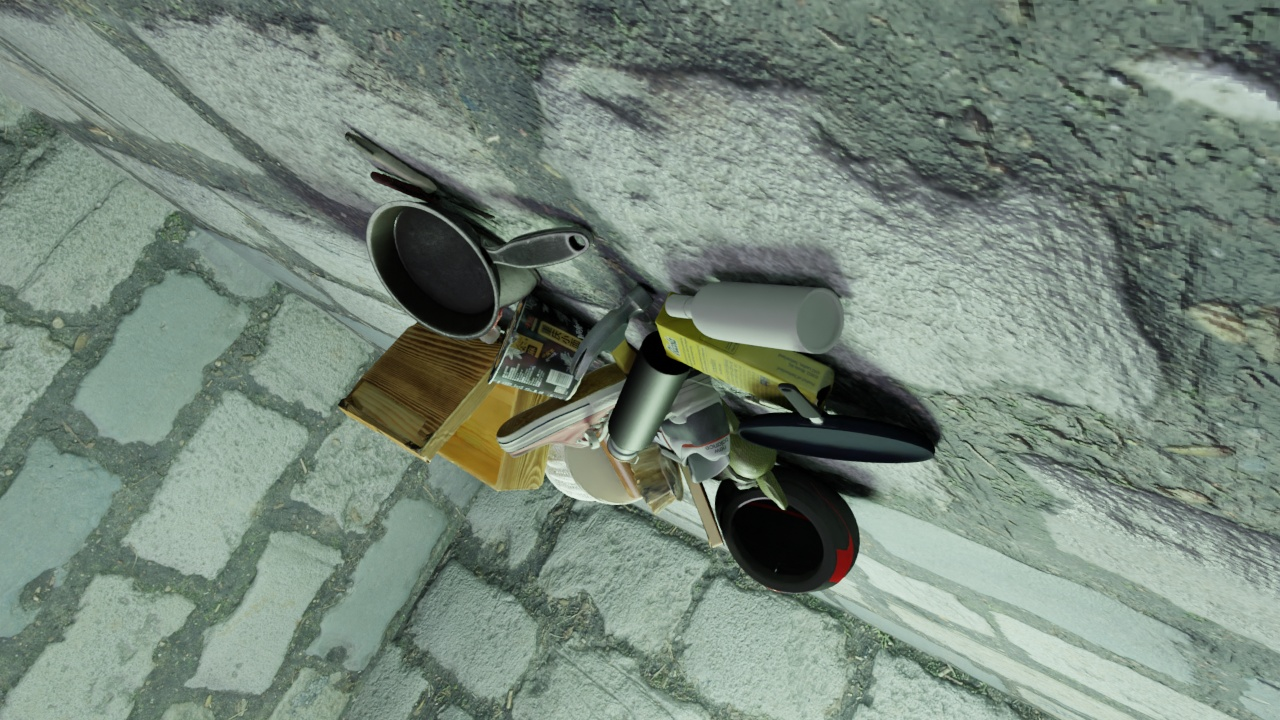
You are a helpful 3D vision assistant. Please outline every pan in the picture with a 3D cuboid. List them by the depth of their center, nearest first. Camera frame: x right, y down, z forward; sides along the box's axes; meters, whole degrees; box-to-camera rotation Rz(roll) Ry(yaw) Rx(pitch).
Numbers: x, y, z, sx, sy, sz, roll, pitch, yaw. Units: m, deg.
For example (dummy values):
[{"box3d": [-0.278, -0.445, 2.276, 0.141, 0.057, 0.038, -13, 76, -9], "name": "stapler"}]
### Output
[{"box3d": [0.174, 0.060, 0.878, 0.199, 0.021, 0.356, 3, 167, 22], "name": "pan"}, {"box3d": [-0.176, -0.113, 1.014, 0.358, 0.055, 0.187, -8, 121, 39], "name": "pan"}]

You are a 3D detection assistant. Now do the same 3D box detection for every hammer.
[{"box3d": [-0.006, 0.006, 1.108, 0.025, 0.118, 0.333, 45, 178, 18], "name": "hammer"}, {"box3d": [-0.068, 0.088, 1.413, 0.158, 0.037, 0.301, 7, 129, 61], "name": "hammer"}]

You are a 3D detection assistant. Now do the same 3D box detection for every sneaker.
[{"box3d": [0.058, 0.097, 1.179, 0.124, 0.088, 0.240, 64, 164, 13], "name": "sneaker"}, {"box3d": [-0.084, 0.083, 1.289, 0.088, 0.241, 0.118, 57, -165, -20], "name": "sneaker"}]

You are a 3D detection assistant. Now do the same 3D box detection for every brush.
[{"box3d": [0.027, 0.161, 1.347, 0.271, 0.056, 0.083, -74, -40, -87], "name": "brush"}]

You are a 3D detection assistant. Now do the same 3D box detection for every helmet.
[{"box3d": [0.218, 0.242, 1.351, 0.265, 0.164, 0.169, 19, -168, 37], "name": "helmet"}]

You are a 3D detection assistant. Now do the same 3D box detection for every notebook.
[{"box3d": [0.077, 0.171, 1.382, 0.225, 0.024, 0.167, -101, -10, -81], "name": "notebook"}]

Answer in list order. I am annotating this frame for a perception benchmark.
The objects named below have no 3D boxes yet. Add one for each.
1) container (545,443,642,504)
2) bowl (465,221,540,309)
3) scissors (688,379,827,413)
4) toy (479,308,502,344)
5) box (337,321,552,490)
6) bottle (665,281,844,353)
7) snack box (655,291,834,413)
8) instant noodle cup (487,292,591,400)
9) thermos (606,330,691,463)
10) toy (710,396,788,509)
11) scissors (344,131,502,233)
[{"box3d": [-0.062, 0.148, 1.562, 0.189, 0.189, 0.187, 33, 167, -12], "name": "container"}, {"box3d": [-0.204, -0.110, 1.152, 0.145, 0.067, 0.145, 29, 168, 7], "name": "bowl"}, {"box3d": [0.133, 0.044, 1.030, 0.157, 0.012, 0.168, 12, 177, 11], "name": "scissors"}, {"box3d": [-0.266, -0.089, 1.349, 0.159, 0.084, 0.194, -5, 154, 19], "name": "toy"}, {"box3d": [-0.314, 0.044, 1.521, 0.263, 0.269, 0.279, 7, -171, -43], "name": "box"}, {"box3d": [0.086, -0.042, 0.793, 0.052, 0.052, 0.195, 38, 166, -31], "name": "bottle"}, {"box3d": [0.107, -0.002, 0.922, 0.181, 0.045, 0.121, 25, 169, 14], "name": "snack box"}, {"box3d": [-0.129, -0.012, 1.234, 0.112, 0.137, 0.137, 24, 169, -12], "name": "instant noodle cup"}, {"box3d": [0.001, 0.057, 1.093, 0.061, 0.061, 0.232, 29, 142, 4], "name": "thermos"}, {"box3d": [0.131, 0.120, 1.258, 0.179, 0.078, 0.153, 57, 161, -9], "name": "toy"}, {"box3d": [-0.252, -0.199, 1.037, 0.195, 0.015, 0.179, 14, 160, 49], "name": "scissors"}]
